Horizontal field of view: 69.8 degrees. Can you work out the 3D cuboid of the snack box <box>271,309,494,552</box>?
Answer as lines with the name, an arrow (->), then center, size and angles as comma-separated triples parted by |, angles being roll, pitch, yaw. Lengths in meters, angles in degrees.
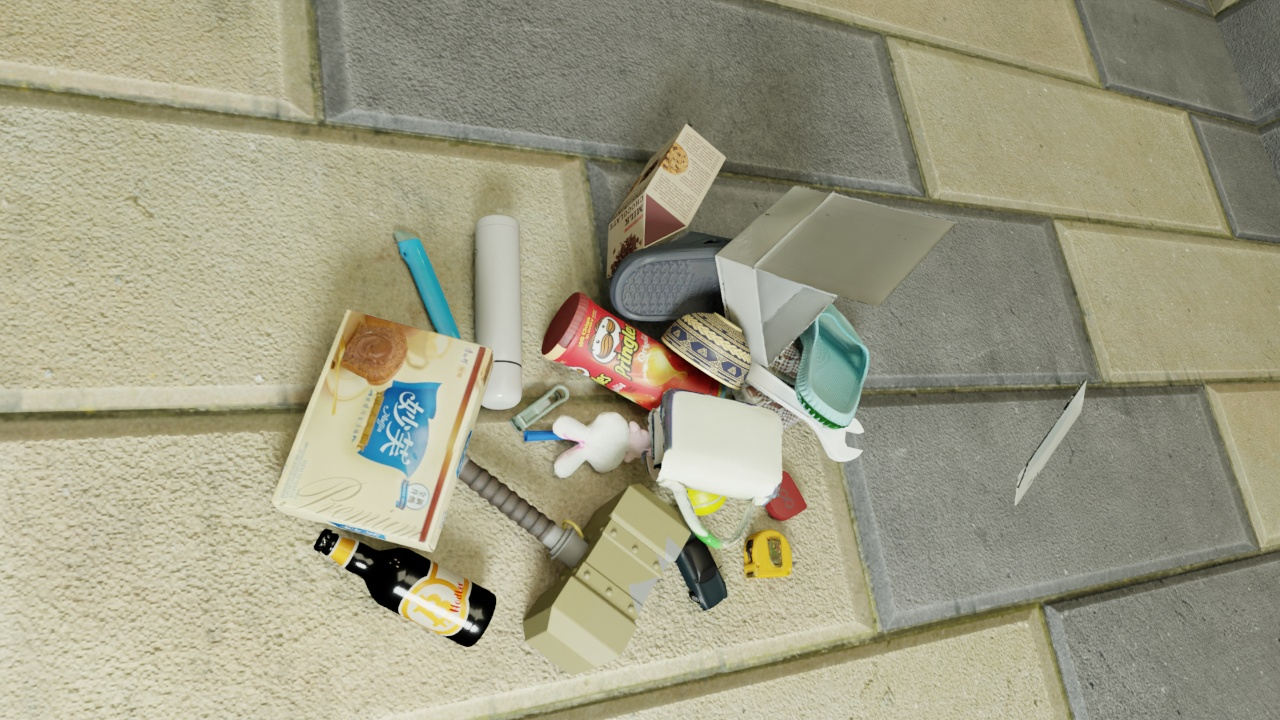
snack box -> -0.246, 0.066, 0.902 | 0.153, 0.055, 0.207 | 15, 70, -1

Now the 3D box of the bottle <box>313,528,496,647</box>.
bottle -> -0.232, 0.215, 0.895 | 0.181, 0.059, 0.059 | 33, 58, -17

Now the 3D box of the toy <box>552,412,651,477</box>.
toy -> -0.042, 0.095, 1.059 | 0.125, 0.037, 0.076 | -3, 105, -24

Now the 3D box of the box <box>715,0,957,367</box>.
box -> 0.220, -0.183, 0.967 | 0.234, 0.530, 0.166 | 48, 62, -3

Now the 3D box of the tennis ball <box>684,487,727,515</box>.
tennis ball -> 0.073, 0.152, 1.101 | 0.065, 0.066, 0.065 | 11, 66, -27

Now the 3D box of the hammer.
hammer -> -0.130, 0.157, 0.967 | 0.325, 0.101, 0.189 | 38, 56, -4

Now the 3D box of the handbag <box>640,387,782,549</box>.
handbag -> 0.080, 0.130, 1.029 | 0.151, 0.074, 0.175 | 12, 55, -16

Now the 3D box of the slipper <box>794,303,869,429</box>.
slipper -> 0.263, -0.009, 1.224 | 0.116, 0.070, 0.275 | 38, 33, -9

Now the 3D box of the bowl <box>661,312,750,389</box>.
bowl -> 0.088, -0.021, 1.099 | 0.112, 0.112, 0.061 | 31, 98, -18

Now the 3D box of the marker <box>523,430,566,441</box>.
marker -> -0.070, 0.086, 1.073 | 0.141, 0.013, 0.013 | 0, 72, -32

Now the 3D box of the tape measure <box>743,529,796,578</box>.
tape measure -> 0.160, 0.240, 1.143 | 0.068, 0.030, 0.058 | 6, 71, -30

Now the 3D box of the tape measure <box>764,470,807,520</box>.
tape measure -> 0.181, 0.177, 1.186 | 0.051, 0.019, 0.059 | -22, 77, -33

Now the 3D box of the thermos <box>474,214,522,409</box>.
thermos -> -0.162, -0.055, 1.045 | 0.052, 0.052, 0.224 | 7, 68, -29

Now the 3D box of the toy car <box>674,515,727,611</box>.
toy car -> 0.066, 0.238, 1.083 | 0.046, 0.034, 0.112 | -23, 85, -35

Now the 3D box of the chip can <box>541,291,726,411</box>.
chip can -> -0.007, 0.007, 1.097 | 0.213, 0.087, 0.086 | 30, 59, -20

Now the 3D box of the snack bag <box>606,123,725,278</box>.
snack bag -> 0.022, -0.196, 1.185 | 0.070, 0.095, 0.205 | 37, 57, -14

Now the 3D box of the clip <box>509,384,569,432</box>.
clip -> -0.114, 0.054, 1.048 | 0.075, 0.043, 0.023 | -37, 94, -36

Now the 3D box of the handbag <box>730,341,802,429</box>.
handbag -> 0.165, 0.004, 1.226 | 0.123, 0.047, 0.185 | -22, 84, -34

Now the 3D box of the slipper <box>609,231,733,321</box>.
slipper -> 0.062, -0.106, 1.150 | 0.267, 0.111, 0.083 | -6, 33, -36

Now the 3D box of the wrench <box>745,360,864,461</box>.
wrench -> 0.179, 0.041, 1.187 | 0.273, 0.018, 0.066 | 34, 66, -9

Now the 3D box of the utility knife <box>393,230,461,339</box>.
utility knife -> -0.228, -0.055, 1.028 | 0.031, 0.015, 0.207 | -17, 77, -34
